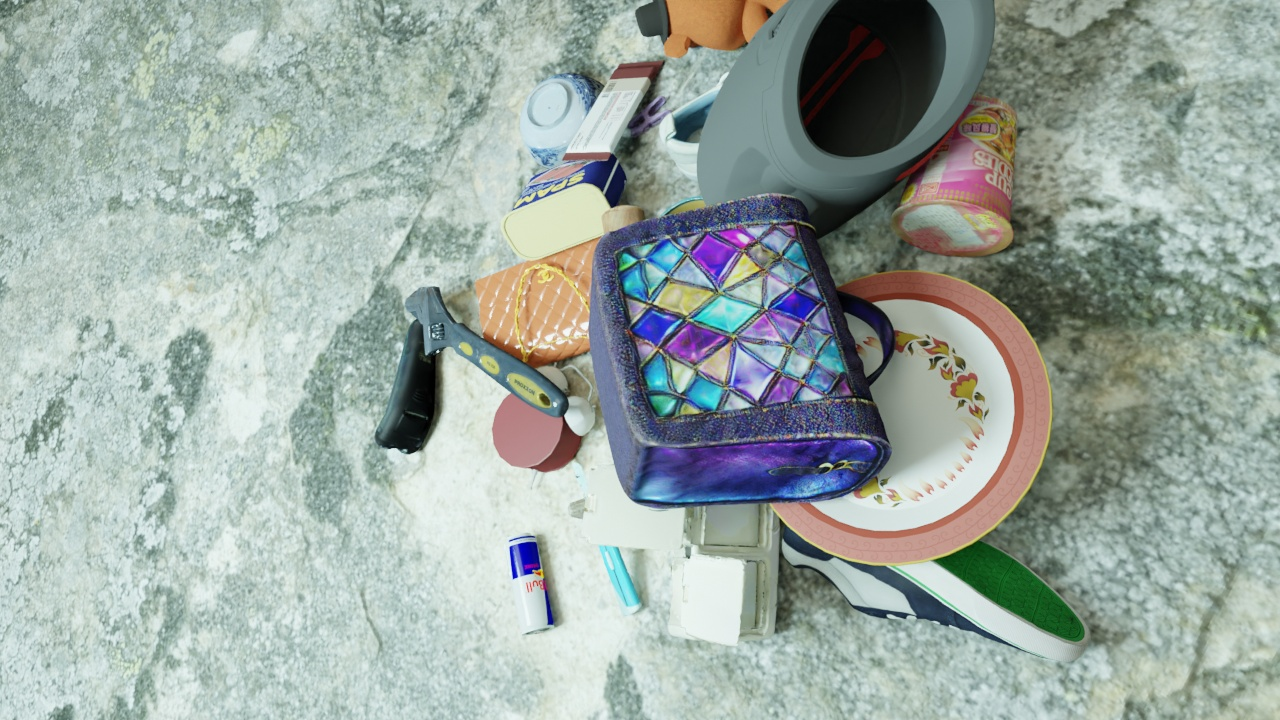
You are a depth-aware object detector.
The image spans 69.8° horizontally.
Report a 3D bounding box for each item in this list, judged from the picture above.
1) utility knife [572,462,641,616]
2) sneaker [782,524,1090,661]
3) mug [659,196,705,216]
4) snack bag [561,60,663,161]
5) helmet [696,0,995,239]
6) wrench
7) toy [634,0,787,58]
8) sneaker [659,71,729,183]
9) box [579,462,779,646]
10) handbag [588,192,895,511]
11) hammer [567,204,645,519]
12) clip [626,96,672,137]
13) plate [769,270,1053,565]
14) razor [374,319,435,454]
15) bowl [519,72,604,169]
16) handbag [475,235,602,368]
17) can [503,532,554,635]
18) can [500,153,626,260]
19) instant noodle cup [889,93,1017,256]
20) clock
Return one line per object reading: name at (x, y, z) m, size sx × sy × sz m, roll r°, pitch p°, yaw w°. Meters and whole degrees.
utility knife at (-0.034, 0.163, 0.841) m, size 0.022 × 0.015 × 0.151 m, roll -20°, pitch 94°, yaw 31°
sneaker at (0.218, 0.175, 0.711) m, size 0.235 × 0.084 × 0.079 m, roll 25°, pitch 114°, yaw 28°
mug at (0.070, -0.079, 0.833) m, size 0.085 × 0.104 × 0.112 m, roll -26°, pitch 68°, yaw 19°
snack bag at (-0.027, -0.260, 0.954) m, size 0.057 × 0.013 × 0.157 m, roll 5°, pitch 54°, yaw 29°
helmet at (0.154, -0.209, 0.745) m, size 0.164 × 0.170 × 0.265 m, roll 38°, pitch 95°, yaw -10°
wrench at (-0.164, -0.009, 0.939) m, size 0.273 × 0.022 × 0.073 m, roll 29°, pitch 114°, yaw 38°
toy at (0.082, -0.359, 0.908) m, size 0.176 × 0.096 × 0.112 m, roll -8°, pitch 71°, yaw -4°
sneaker at (0.129, -0.249, 0.855) m, size 0.243 × 0.090 × 0.089 m, roll -24°, pitch 66°, yaw 20°
box at (0.054, 0.151, 0.714) m, size 0.107 × 0.192 × 0.143 m, roll -12°, pitch 74°, yaw 56°
handbag at (0.080, -0.003, 0.678) m, size 0.222 × 0.126 × 0.204 m, roll -8°, pitch 62°, yaw -9°
hammer at (-0.005, 0.005, 0.851) m, size 0.158 × 0.037 × 0.300 m, roll -7°, pitch 87°, yaw 26°
clip at (0.009, -0.254, 0.965) m, size 0.052 × 0.013 × 0.035 m, roll -34°, pitch 62°, yaw 19°
plate at (0.190, 0.041, 0.698) m, size 0.230 × 0.021 × 0.229 m, roll -12°, pitch 66°, yaw 28°
razor at (-0.257, 0.028, 1.015) m, size 0.067 × 0.054 × 0.151 m, roll -15°, pitch 63°, yaw 44°
bowl at (-0.090, -0.269, 1.001) m, size 0.114 × 0.045 × 0.114 m, roll -8°, pitch 73°, yaw 26°
handbag at (-0.084, -0.055, 0.937) m, size 0.172 × 0.060 × 0.108 m, roll -17°, pitch 73°, yaw 23°
can at (-0.109, 0.217, 0.891) m, size 0.032 × 0.032 × 0.095 m, roll -24°, pitch 67°, yaw 21°
can at (-0.075, -0.161, 0.935) m, size 0.116 × 0.056 × 0.092 m, roll -17°, pitch 31°, yaw 23°
instant noodle cup at (0.268, -0.156, 0.761) m, size 0.098 × 0.097 × 0.108 m, roll 9°, pitch 74°, yaw 29°
clock at (-0.096, 0.061, 0.918) m, size 0.124 × 0.044 × 0.087 m, roll -49°, pitch 60°, yaw 8°
